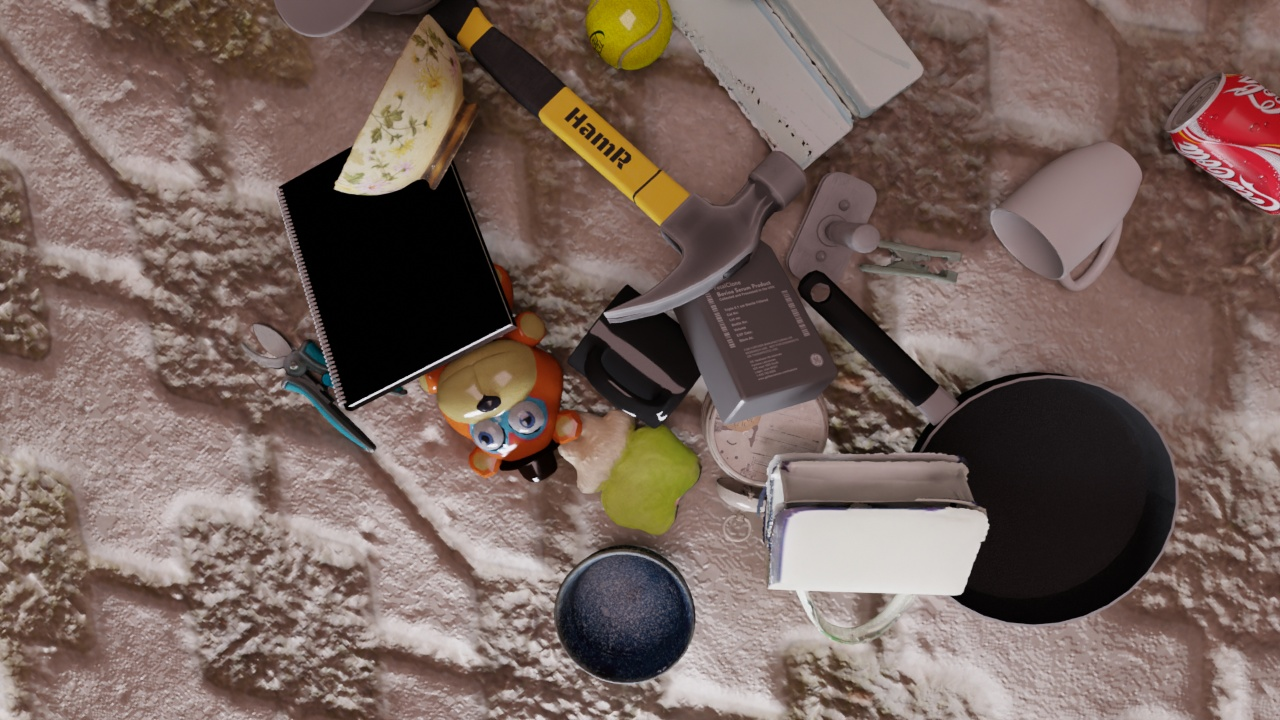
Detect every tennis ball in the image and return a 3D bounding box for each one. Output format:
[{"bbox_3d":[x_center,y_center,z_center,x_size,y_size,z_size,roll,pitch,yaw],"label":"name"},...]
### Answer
[{"bbox_3d":[-0.008,-0.253,0.690,0.065,0.065,0.065,1,99,5],"label":"tennis ball"}]

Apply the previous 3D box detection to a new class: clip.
[{"bbox_3d":[0.211,-0.078,0.719,0.076,0.023,0.042,9,98,2],"label":"clip"}]

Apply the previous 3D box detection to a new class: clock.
[{"bbox_3d":[0.095,0.072,0.732,0.103,0.061,0.157,15,98,3],"label":"clock"}]

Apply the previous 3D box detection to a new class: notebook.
[{"bbox_3d":[-0.197,-0.083,0.717,0.149,0.016,0.206,-26,70,8],"label":"notebook"}]

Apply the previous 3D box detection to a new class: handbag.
[{"bbox_3d":[0.164,0.145,0.692,0.151,0.073,0.176,0,126,2],"label":"handbag"}]

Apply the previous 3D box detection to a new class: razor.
[{"bbox_3d":[0.151,-0.093,0.674,0.047,0.116,0.088,22,100,-6],"label":"razor"}]

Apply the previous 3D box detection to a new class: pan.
[{"bbox_3d":[0.253,0.056,0.714,0.355,0.044,0.204,43,102,-5],"label":"pan"}]

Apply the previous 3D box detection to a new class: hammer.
[{"bbox_3d":[-0.047,-0.170,0.684,0.170,0.034,0.324,-45,76,-3],"label":"hammer"}]

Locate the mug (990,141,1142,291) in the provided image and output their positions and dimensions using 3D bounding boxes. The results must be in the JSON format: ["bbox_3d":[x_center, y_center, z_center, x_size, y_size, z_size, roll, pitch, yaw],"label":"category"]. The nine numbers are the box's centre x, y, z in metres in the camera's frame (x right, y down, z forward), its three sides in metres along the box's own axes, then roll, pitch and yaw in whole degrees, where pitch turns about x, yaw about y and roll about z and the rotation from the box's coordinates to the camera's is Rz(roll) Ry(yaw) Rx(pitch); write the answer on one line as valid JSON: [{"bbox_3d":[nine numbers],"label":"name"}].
[{"bbox_3d":[0.330,-0.104,0.688,0.089,0.071,0.107,-42,121,1],"label":"mug"}]

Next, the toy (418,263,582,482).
[{"bbox_3d":[-0.115,0.015,0.734,0.112,0.096,0.176,-26,106,9],"label":"toy"}]

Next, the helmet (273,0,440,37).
[{"bbox_3d":[-0.162,-0.346,0.671,0.184,0.117,0.271,16,90,33],"label":"helmet"}]

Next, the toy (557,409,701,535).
[{"bbox_3d":[-0.013,0.086,0.754,0.118,0.043,0.092,29,104,4],"label":"toy"}]

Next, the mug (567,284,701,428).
[{"bbox_3d":[-0.004,0.004,0.705,0.088,0.113,0.078,38,117,-1],"label":"mug"}]

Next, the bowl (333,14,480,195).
[{"bbox_3d":[-0.161,-0.172,0.672,0.063,0.145,0.145,28,100,-17],"label":"bowl"}]

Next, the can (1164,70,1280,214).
[{"bbox_3d":[0.442,-0.158,0.663,0.105,0.064,0.064,34,100,-1],"label":"can"}]

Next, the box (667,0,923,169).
[{"bbox_3d":[0.107,-0.256,0.693,0.126,0.074,0.197,-37,91,29],"label":"box"}]

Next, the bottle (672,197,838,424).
[{"bbox_3d":[0.070,-0.045,0.693,0.083,0.046,0.173,-14,67,-22],"label":"bottle"}]

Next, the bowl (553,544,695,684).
[{"bbox_3d":[-0.011,0.203,0.763,0.114,0.060,0.114,1,97,4],"label":"bowl"}]

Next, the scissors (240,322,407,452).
[{"bbox_3d":[-0.266,0.021,0.780,0.156,0.019,0.124,-8,96,8],"label":"scissors"}]
